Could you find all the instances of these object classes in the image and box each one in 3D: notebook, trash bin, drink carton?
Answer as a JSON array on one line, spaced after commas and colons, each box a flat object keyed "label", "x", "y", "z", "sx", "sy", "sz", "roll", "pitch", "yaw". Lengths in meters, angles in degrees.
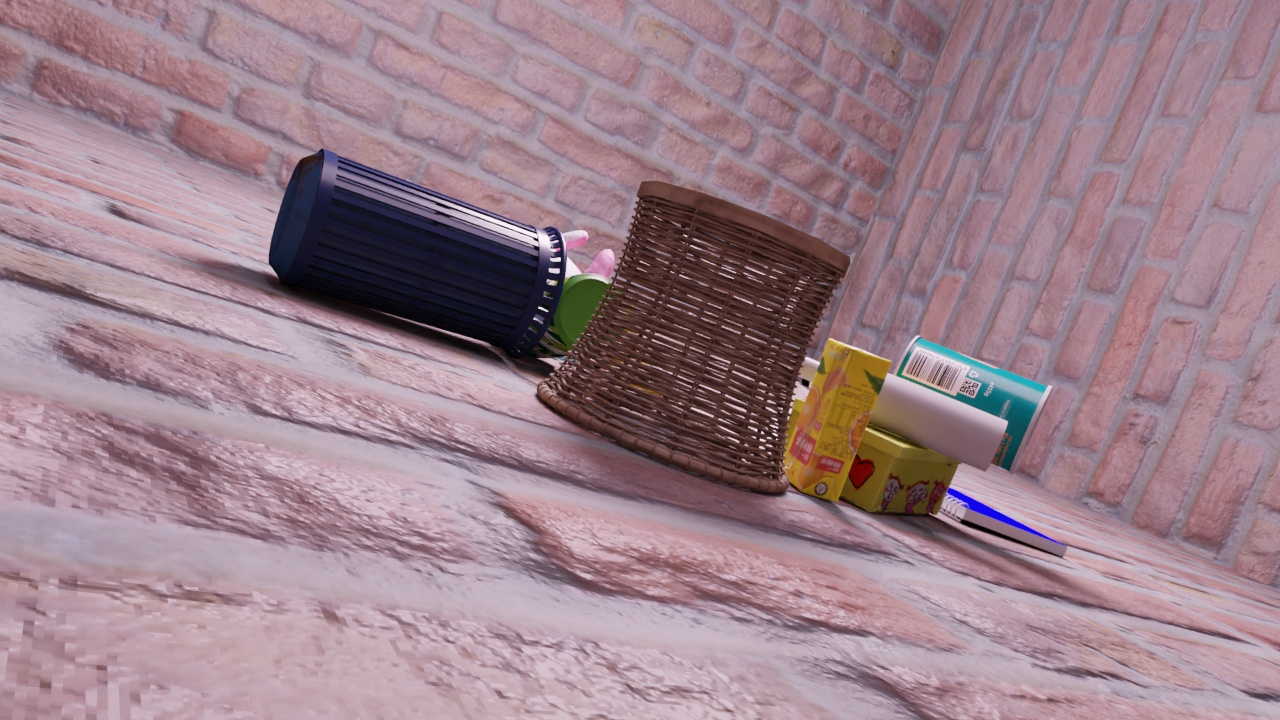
[{"label": "notebook", "x": 0.397, "y": 0.178, "z": 1.154, "sx": 0.171, "sy": 0.022, "sz": 0.209, "roll": 22, "pitch": 4, "yaw": -21}, {"label": "trash bin", "x": -0.212, "y": -0.101, "z": 0.877, "sx": 0.249, "sy": 0.139, "sz": 0.139, "roll": 17, "pitch": 6, "yaw": -29}, {"label": "drink carton", "x": 0.170, "y": 0.053, "z": 0.817, "sx": 0.043, "sy": 0.134, "sz": 0.058, "roll": 18, "pitch": 7, "yaw": -15}]

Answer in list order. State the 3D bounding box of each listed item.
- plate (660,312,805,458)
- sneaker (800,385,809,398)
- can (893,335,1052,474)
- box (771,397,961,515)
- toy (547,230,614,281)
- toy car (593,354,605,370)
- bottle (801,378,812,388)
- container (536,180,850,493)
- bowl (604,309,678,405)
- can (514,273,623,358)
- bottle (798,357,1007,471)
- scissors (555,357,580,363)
[{"label": "plate", "x": 0.096, "y": 0.030, "z": 0.972, "sx": 0.188, "sy": 0.027, "sz": 0.188, "roll": 21, "pitch": 43, "yaw": -21}, {"label": "sneaker", "x": 0.119, "y": 0.033, "z": 1.095, "sx": 0.089, "sy": 0.099, "sz": 0.236, "roll": 25, "pitch": 6, "yaw": -40}, {"label": "can", "x": 0.345, "y": 0.046, "z": 0.976, "sx": 0.144, "sy": 0.099, "sz": 0.099, "roll": 24, "pitch": 5, "yaw": 24}, {"label": "box", "x": 0.238, "y": 0.101, "z": 0.945, "sx": 0.124, "sy": 0.079, "sz": 0.220, "roll": 25, "pitch": 4, "yaw": 36}, {"label": "toy", "x": -0.110, "y": -0.077, "z": 1.264, "sx": 0.265, "sy": 0.186, "sz": 0.128, "roll": -118, "pitch": -177, "yaw": -50}, {"label": "toy car", "x": -0.007, "y": 0.006, "z": 1.108, "sx": 0.100, "sy": 0.051, "sz": 0.048, "roll": 21, "pitch": 6, "yaw": 9}, {"label": "bottle", "x": 0.238, "y": 0.038, "z": 0.944, "sx": 0.144, "sy": 0.043, "sz": 0.043, "roll": 22, "pitch": 4, "yaw": 18}, {"label": "container", "x": 0.053, "y": -0.024, "z": 0.774, "sx": 0.227, "sy": 0.196, "sz": 0.227, "roll": 21, "pitch": 4, "yaw": -2}, {"label": "bowl", "x": 0.004, "y": 0.001, "z": 0.990, "sx": 0.117, "sy": 0.068, "sz": 0.117, "roll": 42, "pitch": 31, "yaw": -33}, {"label": "can", "x": -0.084, "y": -0.044, "z": 0.971, "sx": 0.083, "sy": 0.083, "sz": 0.144, "roll": 19, "pitch": -11, "yaw": -28}, {"label": "bottle", "x": 0.247, "y": 0.043, "z": 0.886, "sx": 0.195, "sy": 0.052, "sz": 0.052, "roll": 24, "pitch": 5, "yaw": 18}, {"label": "scissors", "x": -0.120, "y": -0.012, "z": 1.087, "sx": 0.118, "sy": 0.015, "sz": 0.139, "roll": 21, "pitch": 10, "yaw": 4}]
